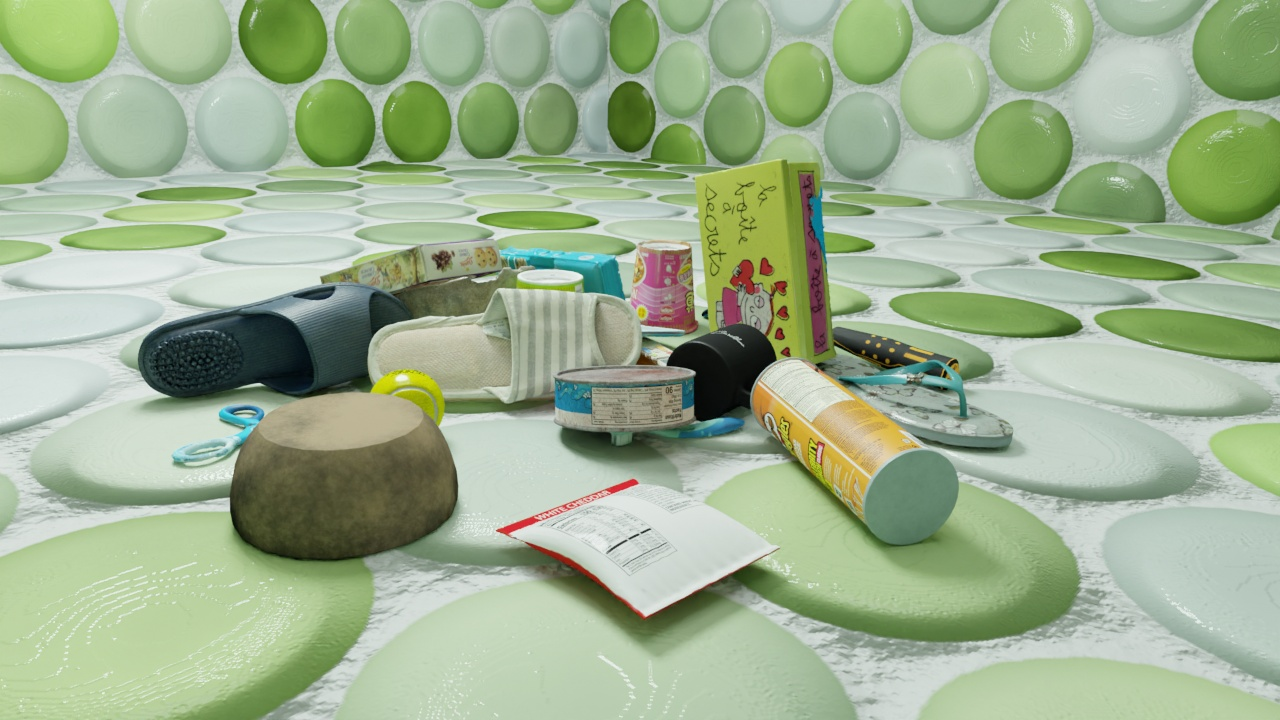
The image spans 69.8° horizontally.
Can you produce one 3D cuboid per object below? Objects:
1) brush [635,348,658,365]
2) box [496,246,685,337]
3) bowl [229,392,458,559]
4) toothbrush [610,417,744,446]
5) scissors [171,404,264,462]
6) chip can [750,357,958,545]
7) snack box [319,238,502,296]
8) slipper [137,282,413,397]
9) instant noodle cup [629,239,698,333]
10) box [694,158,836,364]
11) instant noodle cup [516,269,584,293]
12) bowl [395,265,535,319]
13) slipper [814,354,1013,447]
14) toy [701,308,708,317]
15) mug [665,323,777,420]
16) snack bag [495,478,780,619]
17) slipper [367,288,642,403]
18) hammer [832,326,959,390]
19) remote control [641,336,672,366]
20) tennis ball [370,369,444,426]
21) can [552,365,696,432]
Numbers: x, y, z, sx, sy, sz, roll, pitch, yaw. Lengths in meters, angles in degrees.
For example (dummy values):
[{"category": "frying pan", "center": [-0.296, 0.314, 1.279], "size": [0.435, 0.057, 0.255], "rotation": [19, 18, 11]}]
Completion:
[{"category": "brush", "center": [-0.006, 0.006, 1.000], "size": [0.048, 0.017, 0.126], "rotation": [-16, 24, -26]}, {"category": "box", "center": [-0.078, -0.065, 1.115], "size": [0.228, 0.169, 0.085], "rotation": [12, 64, 49]}, {"category": "bowl", "center": [-0.218, 0.076, 0.678], "size": [0.162, 0.070, 0.162], "rotation": [2, 18, -1]}, {"category": "toothbrush", "center": [0.035, 0.065, 0.838], "size": [0.135, 0.017, 0.022], "rotation": [-3, 18, -23]}, {"category": "scissors", "center": [-0.347, 0.061, 0.808], "size": [0.133, 0.011, 0.140], "rotation": [-16, 24, -38]}, {"category": "chip can", "center": [0.164, 0.065, 0.747], "size": [0.075, 0.075, 0.215], "rotation": [-3, 18, -15]}, {"category": "snack box", "center": [-0.256, -0.099, 1.036], "size": [0.148, 0.040, 0.143], "rotation": [-12, 4, 27]}, {"category": "slipper", "center": [-0.348, -0.014, 0.904], "size": [0.263, 0.101, 0.082], "rotation": [-11, 21, -25]}, {"category": "instant noodle cup", "center": [0.029, -0.097, 1.186], "size": [0.098, 0.109, 0.097], "rotation": [1, 18, -1]}, {"category": "box", "center": [0.136, -0.103, 1.004], "size": [0.125, 0.221, 0.082], "rotation": [2, 13, 43]}, {"category": "instant noodle cup", "center": [-0.098, -0.039, 0.994], "size": [0.099, 0.108, 0.098], "rotation": [2, 17, -1]}, {"category": "bowl", "center": [-0.199, -0.052, 1.049], "size": [0.178, 0.081, 0.178], "rotation": [-12, 5, 1]}, {"category": "slipper", "center": [0.255, 0.023, 0.931], "size": [0.098, 0.055, 0.269], "rotation": [-10, 20, -27]}, {"category": "toy", "center": [0.177, -0.099, 1.252], "size": [0.176, 0.071, 0.113], "rotation": [-4, -16, -29]}, {"category": "mug", "center": [0.093, 0.017, 0.896], "size": [0.114, 0.078, 0.087], "rotation": [27, 28, 29]}, {"category": "snack bag", "center": [-0.002, 0.118, 0.621], "size": [0.130, 0.039, 0.144], "rotation": [-14, 23, -42]}, {"category": "slipper", "center": [-0.132, -0.012, 0.906], "size": [0.272, 0.114, 0.054], "rotation": [-9, -10, -8]}, {"category": "hammer", "center": [0.226, -0.031, 1.087], "size": [0.321, 0.036, 0.123], "rotation": [24, 0, 43]}, {"category": "remote control", "center": [0.019, -0.004, 1.043], "size": [0.038, 0.018, 0.126], "rotation": [-8, 21, -29]}, {"category": "tennis ball", "center": [-0.204, 0.040, 0.801], "size": [0.065, 0.065, 0.065], "rotation": [2, 18, -1]}, {"category": "can", "center": [-0.015, 0.033, 0.836], "size": [0.130, 0.044, 0.130], "rotation": [-1, 6, 0]}]
